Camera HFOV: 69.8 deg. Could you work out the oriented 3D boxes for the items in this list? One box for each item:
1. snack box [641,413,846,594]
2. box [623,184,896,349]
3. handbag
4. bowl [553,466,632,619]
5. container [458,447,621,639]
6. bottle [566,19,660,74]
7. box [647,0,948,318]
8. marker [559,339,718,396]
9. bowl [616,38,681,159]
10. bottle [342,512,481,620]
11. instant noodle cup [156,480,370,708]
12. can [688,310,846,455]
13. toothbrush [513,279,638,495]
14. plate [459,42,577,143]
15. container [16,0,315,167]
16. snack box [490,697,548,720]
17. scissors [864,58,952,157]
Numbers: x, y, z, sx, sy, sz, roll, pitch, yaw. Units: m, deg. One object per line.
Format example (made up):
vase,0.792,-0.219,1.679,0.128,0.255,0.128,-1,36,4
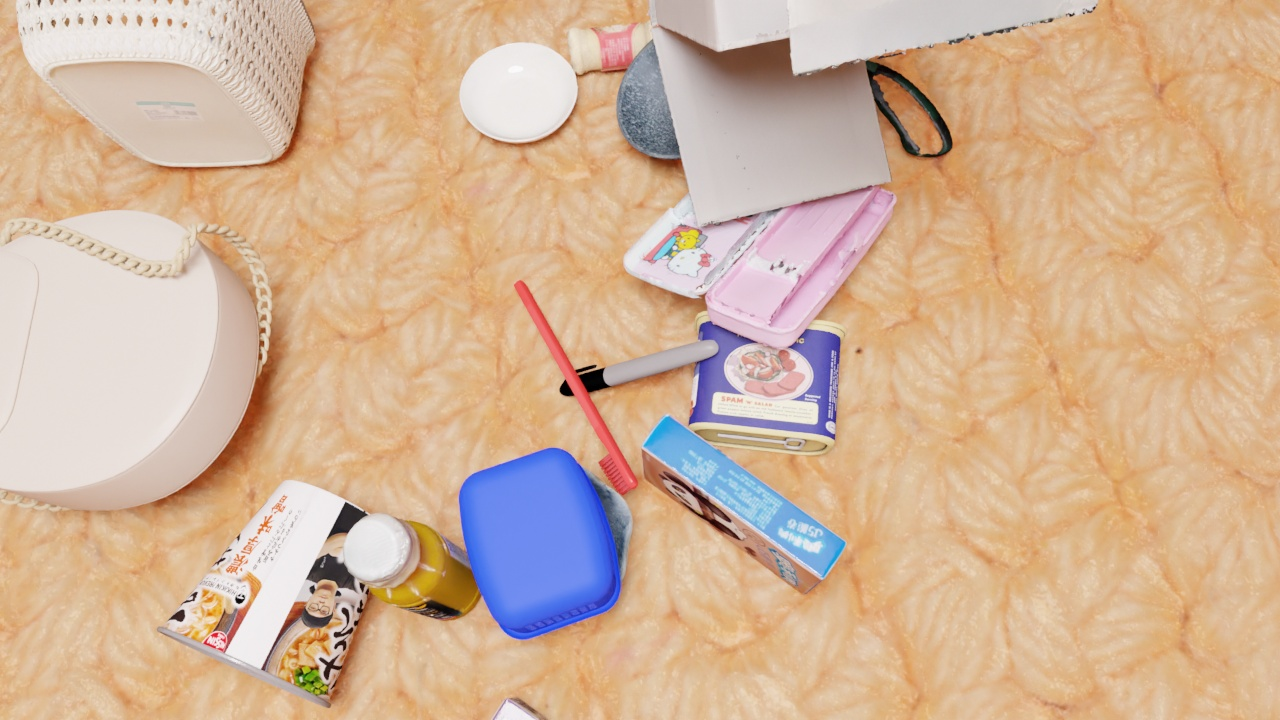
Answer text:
snack box,0.069,0.104,0.655,0.151,0.087,0.034,35,74,14
box,0.098,-0.098,0.726,0.152,0.038,0.200,23,51,27
handbag,-0.389,-0.004,0.655,0.209,0.103,0.210,-5,68,4
bowl,-0.059,0.134,0.667,0.110,0.055,0.110,-1,69,2
container,-0.069,0.119,0.611,0.096,0.058,0.114,-18,71,-5
bottle,-0.010,-0.282,0.823,0.109,0.044,0.044,-6,70,1
box,0.106,-0.171,0.749,0.167,0.423,0.173,-13,52,-7
marker,-0.004,0.004,0.704,0.139,0.016,0.022,-17,82,25
bowl,0.052,-0.219,0.781,0.137,0.057,0.137,-10,67,25
bottle,-0.145,0.137,0.599,0.053,0.186,0.053,-1,70,2
instant noodle cup,-0.242,0.157,0.640,0.124,0.124,0.121,19,63,9
can,0.095,0.018,0.703,0.116,0.056,0.092,6,72,4
toothbrush,-0.057,0.017,0.713,0.018,0.012,0.212,-40,59,14
plate,-0.107,-0.233,0.817,0.104,0.026,0.104,-1,69,1
container,-0.370,-0.256,0.730,0.184,0.246,0.142,-3,78,-2
snack box,-0.069,0.326,0.605,0.148,0.041,0.143,32,74,12
scissors,0.185,-0.226,0.784,0.202,0.015,0.201,25,73,-6
